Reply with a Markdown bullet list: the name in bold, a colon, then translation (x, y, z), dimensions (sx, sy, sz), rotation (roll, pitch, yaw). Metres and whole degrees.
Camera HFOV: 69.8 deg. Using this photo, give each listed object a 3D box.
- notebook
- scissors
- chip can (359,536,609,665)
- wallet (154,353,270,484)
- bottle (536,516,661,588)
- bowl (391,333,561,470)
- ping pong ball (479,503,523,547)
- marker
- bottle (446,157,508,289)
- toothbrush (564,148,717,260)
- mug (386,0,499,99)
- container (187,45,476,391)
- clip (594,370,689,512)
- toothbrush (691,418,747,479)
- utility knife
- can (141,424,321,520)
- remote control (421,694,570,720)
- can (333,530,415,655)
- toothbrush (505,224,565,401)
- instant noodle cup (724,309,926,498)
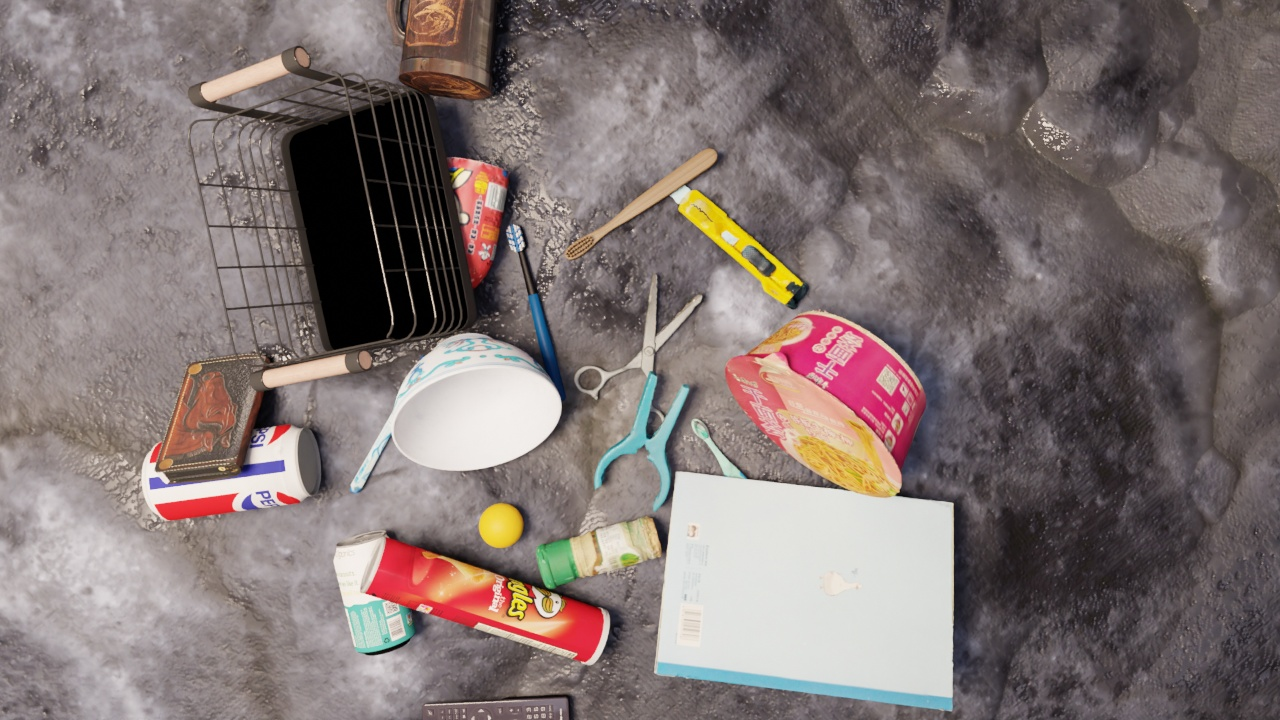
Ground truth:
- **notebook**: translation (0.147, 0.199, 0.808), dimensions (0.253, 0.009, 0.180), rotation (6, 70, 4)
- **scissors**: translation (0.012, 0.008, 0.849), dimensions (0.141, 0.014, 0.162), rotation (-26, 94, 2)
- **chip can**: translation (-0.134, 0.212, 0.806), dimensions (0.214, 0.052, 0.052), rotation (23, 91, -18)
- **wallet**: translation (-0.366, 0.048, 0.790), dimensions (0.072, 0.019, 0.122), rotation (-8, 48, 2)
- **bottle**: translation (-0.038, 0.176, 0.841), dimensions (0.111, 0.043, 0.043), rotation (-15, 93, -3)
- **bowl**: translation (-0.147, 0.025, 0.801), dimensions (0.144, 0.144, 0.074), rotation (-18, 53, -2)
- **ping pong ball**: translation (-0.127, 0.150, 0.835), dimensions (0.040, 0.040, 0.040), rotation (0, 92, -3)
- **marker**: translation (-0.228, 0.060, 0.841), dimensions (0.013, 0.013, 0.142), rotation (29, 91, -4)
- **bottle**: translation (-0.158, -0.106, 0.813), dimensions (0.062, 0.062, 0.137), rotation (11, 91, -3)
- **toothbrush**: translation (0.000, -0.142, 0.835), dimensions (0.167, 0.016, 0.016), rotation (-34, 88, 3)
- **mug**: translation (-0.180, -0.293, 0.802), dimensions (0.116, 0.080, 0.107), rotation (6, 91, 23)
- **container**: translation (-0.252, -0.108, 0.745), dimensions (0.163, 0.130, 0.241), rotation (-10, 93, 23)
- **clip**: translation (0.021, 0.086, 0.837), dimensions (0.121, 0.031, 0.130), rotation (42, 97, 2)
- **toothbrush**: translation (0.089, 0.110, 0.855), dimensions (0.022, 0.017, 0.135), rotation (-36, 93, 3)
- **utility knife**: translation (0.087, -0.108, 0.848), dimensions (0.165, 0.017, 0.030), rotation (40, 85, 0)
- **can**: translation (-0.357, 0.098, 0.808), dimensions (0.132, 0.070, 0.070), rotation (-8, 93, -2)
- **remote control**: translation (-0.134, 0.330, 0.855), dimensions (0.136, 0.015, 0.032), rotation (-3, 93, 0)
- **can**: translation (-0.239, 0.209, 0.825), dimensions (0.055, 0.055, 0.101), rotation (-13, 93, -2)
- **toothbrush**: translation (-0.095, -0.043, 0.842), dimensions (0.014, 0.014, 0.167), rotation (-14, 93, 9)
- **instant noodle cup**: translation (0.166, 0.031, 0.788), dimensions (0.178, 0.179, 0.077), rotation (41, 74, -4)
